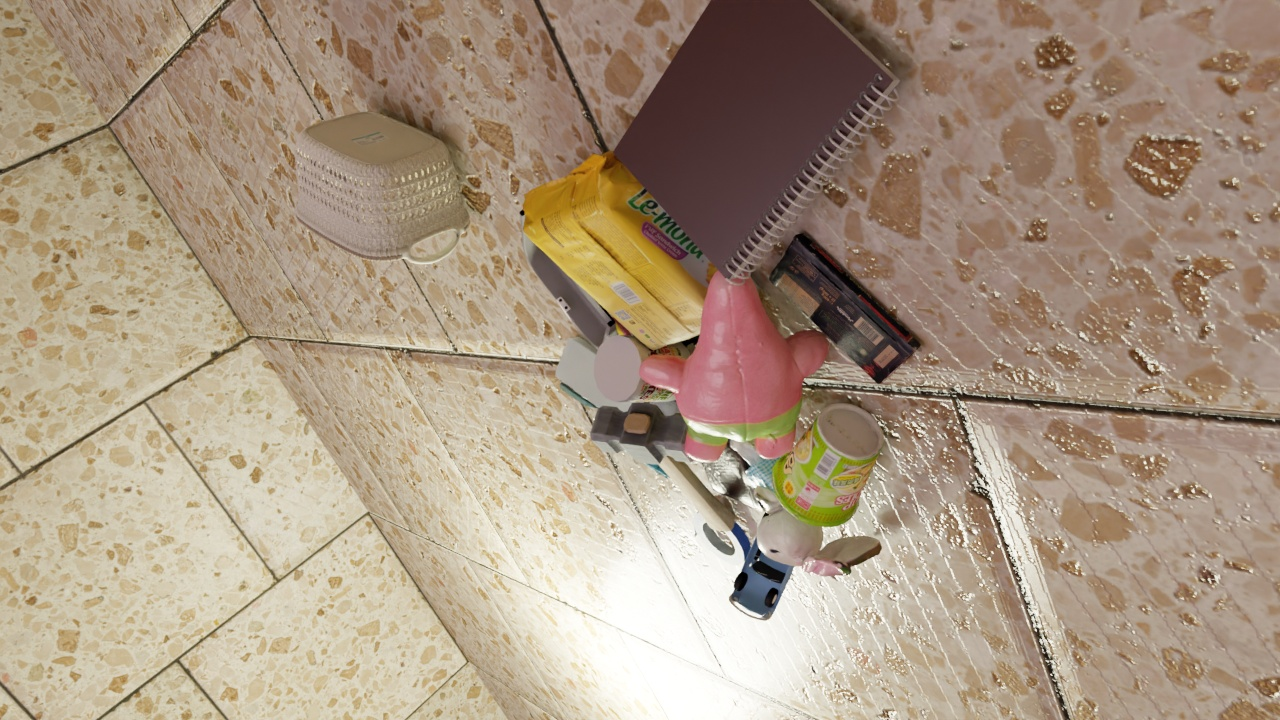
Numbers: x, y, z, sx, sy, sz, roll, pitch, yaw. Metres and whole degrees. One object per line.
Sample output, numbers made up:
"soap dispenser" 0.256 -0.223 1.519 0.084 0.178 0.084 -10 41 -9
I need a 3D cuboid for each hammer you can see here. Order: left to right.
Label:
"hammer" 0.054 0.144 1.127 0.117 0.051 0.323 4 153 26

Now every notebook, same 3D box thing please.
"notebook" 0.085 -0.192 0.745 0.171 0.022 0.210 50 127 16

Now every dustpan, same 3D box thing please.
"dustpan" -0.087 -0.081 1.127 0.163 0.033 0.257 52 177 5

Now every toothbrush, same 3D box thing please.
"toothbrush" 0.003 -0.002 1.157 0.135 0.016 0.021 51 168 -19

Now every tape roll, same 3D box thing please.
"tape roll" 0.115 0.248 1.299 0.093 0.016 0.091 34 146 28

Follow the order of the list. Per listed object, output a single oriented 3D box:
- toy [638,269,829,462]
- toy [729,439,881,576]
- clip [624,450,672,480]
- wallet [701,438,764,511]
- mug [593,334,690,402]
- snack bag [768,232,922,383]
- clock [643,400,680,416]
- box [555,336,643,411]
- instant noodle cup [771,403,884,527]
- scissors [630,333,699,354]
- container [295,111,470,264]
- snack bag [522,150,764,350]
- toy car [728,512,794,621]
"toy" 0.093 0.003 0.905 0.096 0.192 0.237 -94 -4 -51
"toy" 0.159 0.172 1.046 0.106 0.130 0.205 -47 70 25
"clip" 0.009 0.129 1.249 0.126 0.028 0.113 36 176 -28
"wallet" 0.110 0.132 1.166 0.099 0.031 0.120 18 138 49
"mug" -0.006 0.006 1.065 0.105 0.089 0.073 20 102 42
"snack bag" 0.189 -0.047 0.868 0.155 0.018 0.075 46 151 10
"clock" 0.048 0.052 1.121 0.090 0.052 0.129 19 120 38
"box" -0.027 0.055 1.263 0.197 0.075 0.126 34 165 29
"instant noodle cup" 0.200 0.104 0.955 0.099 0.098 0.108 40 141 19
"scissors" 0.013 -0.055 1.097 0.202 0.015 0.204 -2 128 55
"container" -0.358 -0.239 1.254 0.246 0.184 0.143 28 133 33
"snack bag" -0.006 -0.104 0.940 0.247 0.068 0.160 42 148 -25
"toy car" 0.162 0.239 1.117 0.056 0.153 0.054 23 178 26
